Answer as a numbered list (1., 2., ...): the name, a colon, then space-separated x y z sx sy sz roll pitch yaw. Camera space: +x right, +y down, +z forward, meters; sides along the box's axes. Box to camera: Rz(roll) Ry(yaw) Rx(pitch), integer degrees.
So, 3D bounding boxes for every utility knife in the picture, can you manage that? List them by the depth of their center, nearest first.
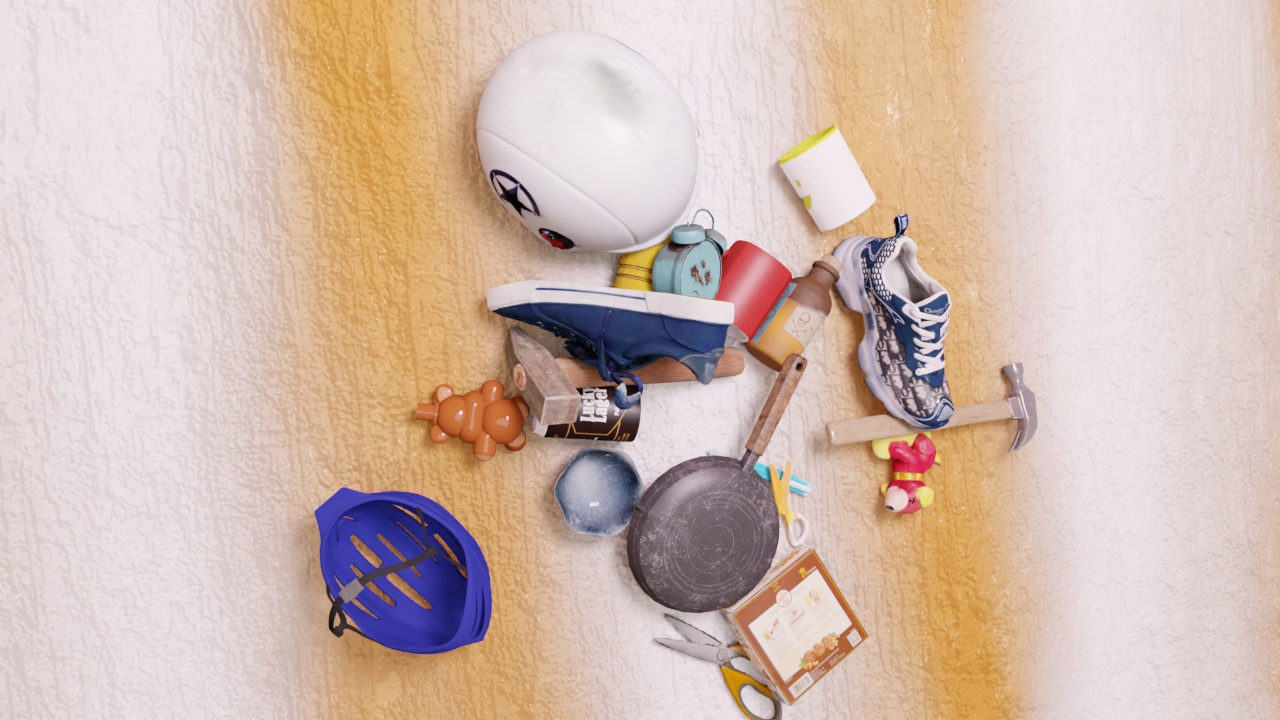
1. utility knife: 0.157 0.141 1.185 0.158 0.015 0.022 24 86 -18

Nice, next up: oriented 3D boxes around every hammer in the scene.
1. hammer: -0.007 0.006 1.090 0.300 0.158 0.037 -3 123 -29
2. hammer: 0.391 0.076 1.208 0.330 0.031 0.119 -5 75 -22

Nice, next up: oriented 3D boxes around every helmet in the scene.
1. helmet: -0.248 0.239 0.966 0.148 0.227 0.241 -41 102 -1
2. helmet: -0.053 -0.246 1.007 0.264 0.164 0.236 37 84 2

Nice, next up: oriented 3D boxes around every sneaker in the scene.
1. sneaker: -0.046 -0.022 1.013 0.295 0.120 0.127 10 95 24
2. sneaker: 0.340 -0.046 1.145 0.103 0.133 0.269 -19 86 -23

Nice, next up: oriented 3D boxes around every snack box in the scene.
1. snack box: 0.198 0.338 1.182 0.143 0.041 0.147 -34 95 -18

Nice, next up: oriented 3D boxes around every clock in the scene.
1. clock: 0.058 -0.114 1.062 0.090 0.053 0.124 11 92 -56

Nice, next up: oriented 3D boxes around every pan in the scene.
1. pan: 0.119 0.148 1.112 0.207 0.040 0.357 27 92 -22

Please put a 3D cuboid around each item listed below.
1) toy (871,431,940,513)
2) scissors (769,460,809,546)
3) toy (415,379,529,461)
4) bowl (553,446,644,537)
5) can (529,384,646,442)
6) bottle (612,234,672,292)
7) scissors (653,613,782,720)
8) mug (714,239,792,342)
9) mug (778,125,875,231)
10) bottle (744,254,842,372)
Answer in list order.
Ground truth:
1. toy: 0.357 0.135 1.226 0.105 0.067 0.137 2 80 -19
2. scissors: 0.193 0.187 1.190 0.083 0.012 0.133 4 103 -17
3. toy: -0.194 0.068 1.066 0.127 0.065 0.095 7 83 -8
4. bowl: -0.055 0.155 1.105 0.110 0.055 0.110 -1 93 -17
5. can: -0.063 0.059 1.089 0.128 0.072 0.072 5 91 -16
6. bottle: 0.010 -0.115 1.103 0.071 0.071 0.164 14 89 -16
7. scissors: 0.126 0.377 1.190 0.225 0.016 0.166 43 81 -14
8. mug: 0.112 -0.094 1.129 0.116 0.080 0.096 35 83 -8
9. mug: 0.235 -0.228 1.154 0.082 0.082 0.106 -37 102 -11
10. bottle: 0.201 -0.064 1.160 0.068 0.068 0.157 37 83 -15
